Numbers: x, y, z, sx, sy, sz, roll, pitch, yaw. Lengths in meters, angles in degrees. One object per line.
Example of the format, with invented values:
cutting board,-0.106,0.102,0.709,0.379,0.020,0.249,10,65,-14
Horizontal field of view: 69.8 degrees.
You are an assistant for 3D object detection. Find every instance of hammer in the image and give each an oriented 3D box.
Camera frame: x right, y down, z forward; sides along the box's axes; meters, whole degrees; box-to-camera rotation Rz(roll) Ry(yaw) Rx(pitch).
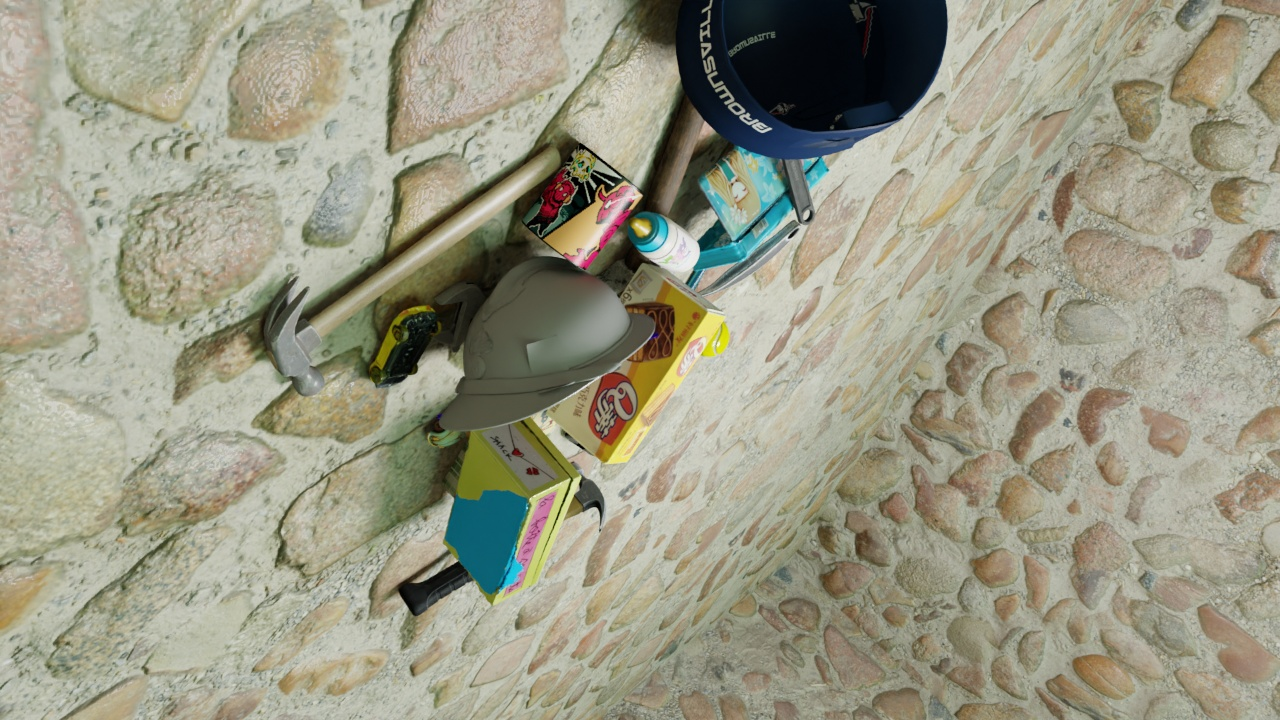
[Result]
hammer,0.003,-0.191,1.041,0.217,0.037,0.301,-24,146,-44
hammer,-0.198,-0.098,0.843,0.330,0.031,0.119,-39,155,-19
hammer,-0.192,0.269,1.344,0.332,0.118,0.025,-28,148,-28

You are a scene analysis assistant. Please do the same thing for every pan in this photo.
pan,0.068,-0.074,1.227,0.358,0.055,0.187,-44,162,23

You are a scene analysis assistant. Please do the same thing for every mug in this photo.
mug,-0.053,-0.154,0.945,0.098,0.082,0.118,-52,166,7

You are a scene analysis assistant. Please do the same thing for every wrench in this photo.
wrench,-0.140,-0.045,1.035,0.272,0.018,0.084,-1,125,-59
wrench,0.171,-0.274,1.095,0.073,0.018,0.273,-37,130,-14

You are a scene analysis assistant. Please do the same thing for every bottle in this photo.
bottle,0.021,-0.138,1.040,0.051,0.051,0.146,-52,155,9

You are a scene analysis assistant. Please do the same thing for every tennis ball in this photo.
tennis ball,0.105,-0.038,1.416,0.065,0.065,0.065,-38,155,-22

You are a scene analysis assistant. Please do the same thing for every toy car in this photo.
toy car,-0.235,-0.012,0.906,0.049,0.030,0.107,-17,149,-53
toy car,-0.197,0.069,1.079,0.111,0.047,0.047,-42,159,-14

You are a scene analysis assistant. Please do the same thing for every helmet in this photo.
helmet,-0.107,-0.039,0.929,0.270,0.184,0.118,-36,115,-43
helmet,0.165,-0.317,0.882,0.272,0.232,0.223,-25,-167,-3

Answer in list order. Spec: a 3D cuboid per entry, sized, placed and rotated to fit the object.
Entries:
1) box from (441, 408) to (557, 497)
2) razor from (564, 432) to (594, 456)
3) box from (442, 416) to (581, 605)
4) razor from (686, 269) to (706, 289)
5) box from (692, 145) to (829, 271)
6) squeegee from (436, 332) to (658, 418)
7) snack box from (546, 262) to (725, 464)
box,-0.163,0.095,1.181,0.206,0.049,0.117,-55,155,18
razor,-0.044,0.092,1.380,0.155,0.057,0.060,-37,127,-43
box,-0.161,0.181,1.105,0.080,0.124,0.222,-23,145,-39
razor,0.092,-0.136,1.303,0.042,0.022,0.144,21,120,-26
box,0.133,-0.228,1.173,0.226,0.098,0.121,-46,115,-33
squeegee,-0.102,0.010,1.056,0.249,0.055,0.184,-21,-166,0
snack box,-0.007,0.007,1.126,0.230,0.110,0.061,-56,158,13
